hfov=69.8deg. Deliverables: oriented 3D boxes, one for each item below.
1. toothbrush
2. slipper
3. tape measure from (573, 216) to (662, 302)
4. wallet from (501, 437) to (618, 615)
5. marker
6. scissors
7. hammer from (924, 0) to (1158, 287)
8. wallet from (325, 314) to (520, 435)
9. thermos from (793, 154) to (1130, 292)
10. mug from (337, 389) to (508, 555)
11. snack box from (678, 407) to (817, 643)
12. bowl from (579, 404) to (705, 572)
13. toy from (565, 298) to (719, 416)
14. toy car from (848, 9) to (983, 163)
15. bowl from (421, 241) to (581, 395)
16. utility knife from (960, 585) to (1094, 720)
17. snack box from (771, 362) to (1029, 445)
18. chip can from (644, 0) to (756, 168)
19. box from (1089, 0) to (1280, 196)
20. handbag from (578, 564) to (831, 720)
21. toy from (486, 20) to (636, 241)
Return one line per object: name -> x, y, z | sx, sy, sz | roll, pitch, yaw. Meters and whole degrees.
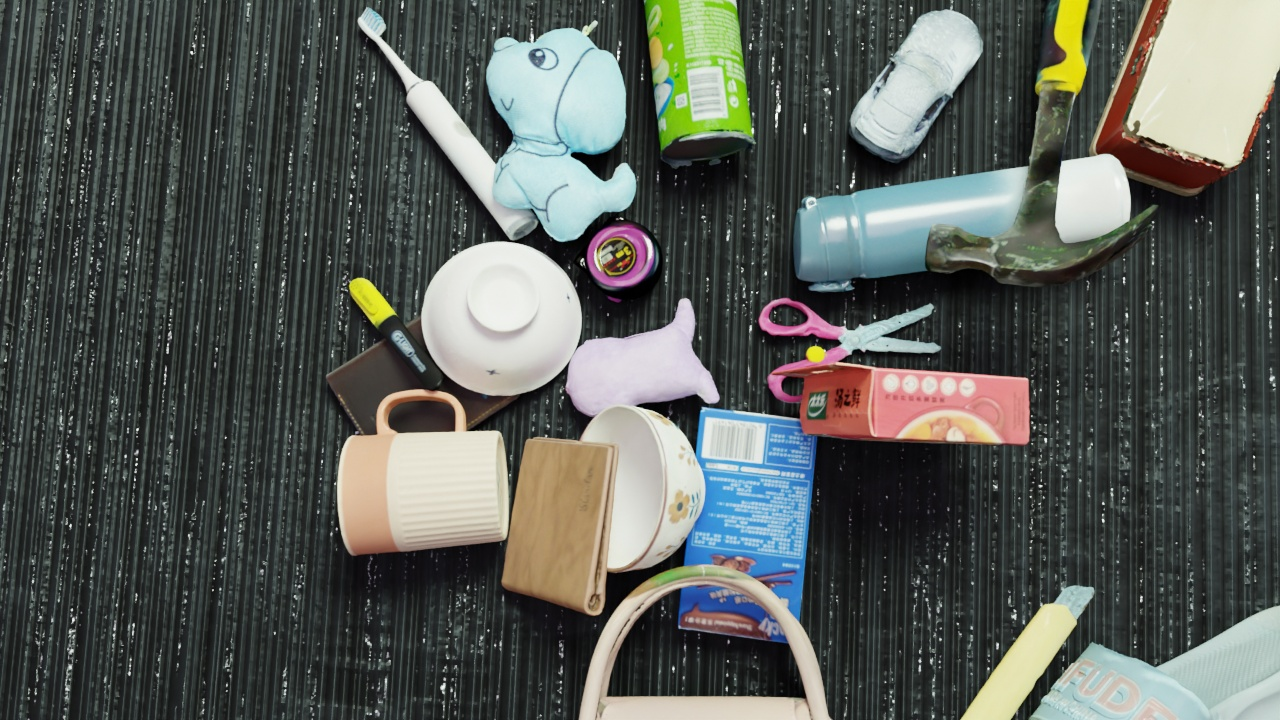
toothbrush -> -0.153, -0.185, 0.707 | 0.026, 0.026, 0.221 | -41, 81, 23
slipper -> 0.330, 0.213, 0.585 | 0.245, 0.104, 0.074 | -28, 86, -2
tape measure -> -0.012, -0.073, 0.676 | 0.058, 0.039, 0.057 | 37, 87, 13
wallet -> -0.056, 0.112, 0.645 | 0.101, 0.020, 0.115 | -2, 79, 48
marker -> -0.182, -0.021, 0.681 | 0.018, 0.015, 0.124 | -44, 63, 1
scissors -> 0.149, -0.023, 0.668 | 0.137, 0.017, 0.096 | -23, 76, -1
hammer -> 0.284, -0.193, 0.612 | 0.126, 0.032, 0.322 | 10, 69, 21
wallet -> -0.164, 0.020, 0.695 | 0.122, 0.020, 0.096 | -33, 83, 5
thermos -> 0.217, -0.095, 0.642 | 0.220, 0.070, 0.070 | -8, 84, 6
mug -> -0.151, 0.077, 0.654 | 0.106, 0.082, 0.114 | -3, 73, -3
snack box -> 0.077, 0.116, 0.655 | 0.084, 0.026, 0.157 | 6, 86, 6
bowl -> 0.004, 0.089, 0.639 | 0.062, 0.114, 0.113 | 8, 84, -37
toy -> -0.004, 0.004, 0.669 | 0.108, 0.039, 0.083 | -15, 69, 9
toy car -> 0.201, -0.201, 0.667 | 0.054, 0.037, 0.120 | 35, 86, 8
bowl -> -0.098, -0.038, 0.655 | 0.118, 0.065, 0.118 | 2, 78, -8
utility knife -> 0.258, 0.223, 0.632 | 0.031, 0.019, 0.173 | 37, 91, 4
snack box -> 0.162, 0.031, 0.595 | 0.127, 0.113, 0.044 | 4, 85, -11
chip can -> 0.036, -0.264, 0.670 | 0.072, 0.072, 0.236 | -7, 84, 5
box -> 0.388, -0.209, 0.625 | 0.091, 0.079, 0.168 | 21, 88, 8
handbag -> 0.044, 0.253, 0.613 | 0.193, 0.093, 0.234 | -2, 86, 5
toy -> -0.059, -0.178, 0.681 | 0.161, 0.050, 0.156 | 32, 81, 11
